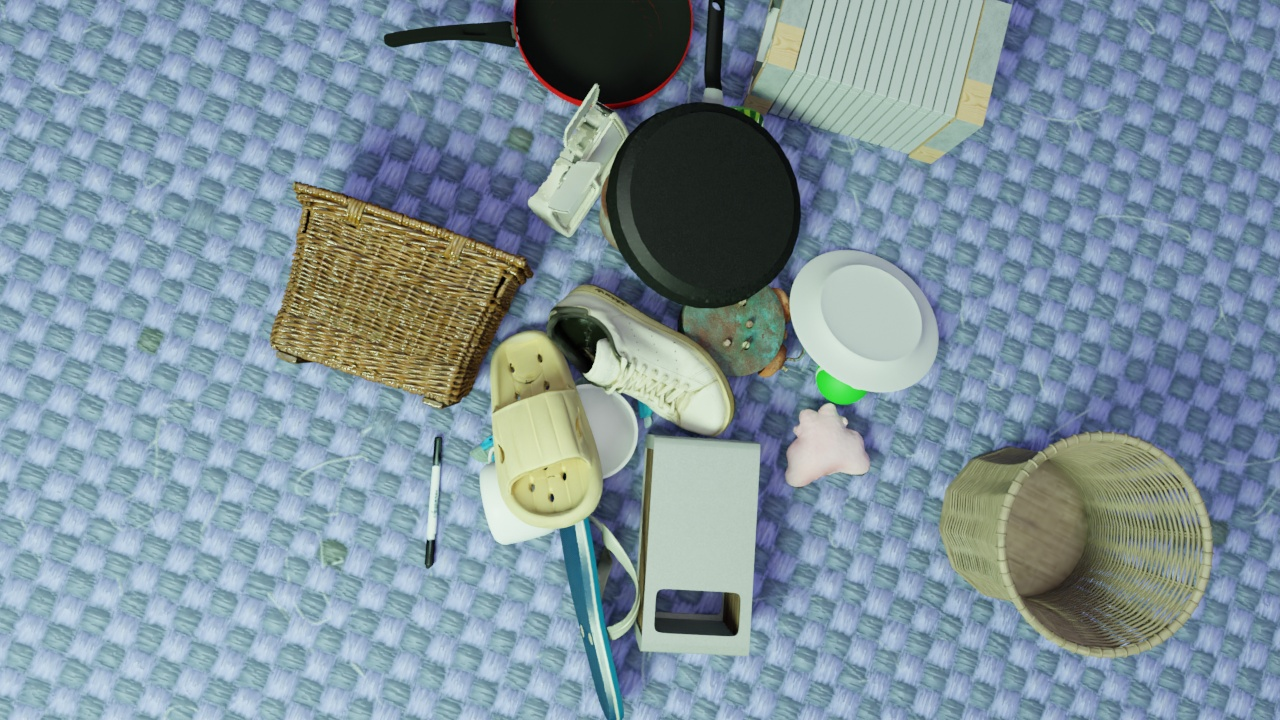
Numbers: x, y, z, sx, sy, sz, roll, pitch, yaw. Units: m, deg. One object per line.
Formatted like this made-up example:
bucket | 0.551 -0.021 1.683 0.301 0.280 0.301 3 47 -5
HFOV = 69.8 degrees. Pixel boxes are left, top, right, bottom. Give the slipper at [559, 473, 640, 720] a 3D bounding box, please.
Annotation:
slipper | -0.043 0.254 1.025 0.060 0.118 0.295 -12 92 -19

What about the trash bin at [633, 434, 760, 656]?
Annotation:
trash bin | 0.060 0.201 1.029 0.114 0.114 0.228 4 86 -4

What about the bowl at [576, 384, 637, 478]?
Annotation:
bowl | -0.060 0.083 1.065 0.110 0.040 0.110 0 88 -5

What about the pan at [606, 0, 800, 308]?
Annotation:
pan | 0.078 -0.236 1.005 0.225 0.034 0.356 6 85 -20

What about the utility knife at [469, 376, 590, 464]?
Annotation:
utility knife | -0.113 0.061 1.077 0.196 0.015 0.031 -37 95 -7

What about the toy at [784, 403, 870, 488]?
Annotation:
toy | 0.214 0.100 1.079 0.102 0.050 0.093 -14 90 -2

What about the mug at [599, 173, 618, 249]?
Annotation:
mug | -0.004 -0.190 1.056 0.096 0.110 0.123 0 86 -10

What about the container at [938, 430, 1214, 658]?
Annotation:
container | 0.463 0.192 1.018 0.227 0.196 0.227 0 86 -4

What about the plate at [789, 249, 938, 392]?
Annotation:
plate | 0.267 -0.053 1.073 0.188 0.016 0.188 6 63 -12

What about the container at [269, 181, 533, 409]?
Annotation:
container | -0.267 -0.063 1.005 0.250 0.162 0.183 19 90 -3

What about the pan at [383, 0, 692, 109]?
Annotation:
pan | -0.116 -0.388 1.079 0.356 0.067 0.209 -9 87 -4

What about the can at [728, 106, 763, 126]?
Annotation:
can | 0.105 -0.215 1.076 0.083 0.083 0.144 -1 86 -4

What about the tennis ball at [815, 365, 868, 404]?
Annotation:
tennis ball | 0.239 0.019 1.079 0.065 0.065 0.065 0 86 -4

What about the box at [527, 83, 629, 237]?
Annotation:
box | -0.064 -0.215 1.013 0.066 0.186 0.145 33 91 -5

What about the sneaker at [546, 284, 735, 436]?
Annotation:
sneaker | -0.006 0.006 1.020 0.241 0.102 0.089 36 120 11

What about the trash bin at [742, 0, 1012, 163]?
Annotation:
trash bin | 0.266 -0.350 1.067 0.247 0.142 0.142 15 85 -3

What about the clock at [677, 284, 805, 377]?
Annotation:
clock | 0.122 -0.038 1.071 0.157 0.073 0.121 8 86 -5

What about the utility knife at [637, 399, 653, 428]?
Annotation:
utility knife | 0.002 0.022 1.088 0.022 0.015 0.117 -3 89 2

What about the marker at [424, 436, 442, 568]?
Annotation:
marker | -0.240 0.164 1.062 0.011 0.011 0.152 3 85 -4

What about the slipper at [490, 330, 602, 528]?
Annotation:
slipper | -0.118 0.058 0.985 0.111 0.079 0.261 -21 51 5

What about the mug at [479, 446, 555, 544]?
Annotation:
mug | -0.140 0.146 1.033 0.068 0.094 0.115 -14 65 -4
